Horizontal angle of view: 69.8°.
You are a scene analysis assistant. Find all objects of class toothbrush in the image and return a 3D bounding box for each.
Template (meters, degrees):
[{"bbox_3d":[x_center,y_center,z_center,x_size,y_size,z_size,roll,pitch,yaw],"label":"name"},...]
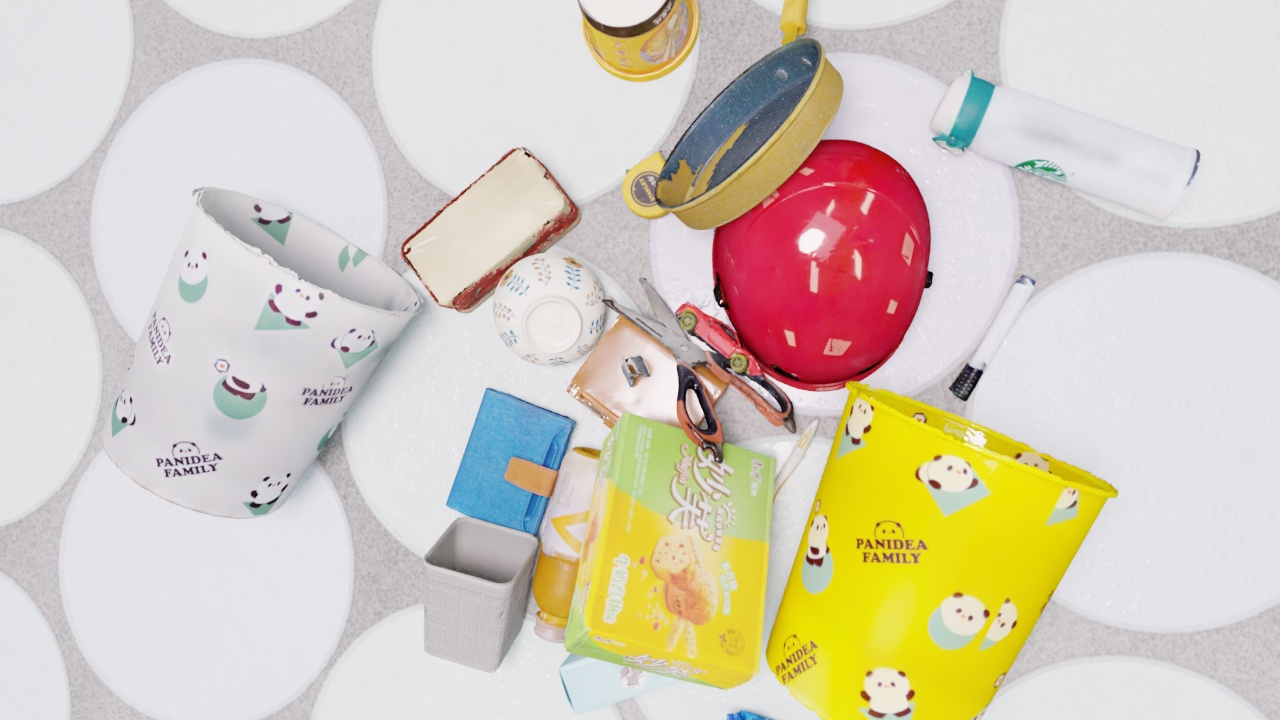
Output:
[{"bbox_3d":[0.129,0.141,0.902,0.018,0.016,0.191,29,94,-3],"label":"toothbrush"}]

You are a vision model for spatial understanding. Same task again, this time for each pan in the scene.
[{"bbox_3d":[0.122,-0.277,0.845,0.078,0.198,0.356,40,70,-24],"label":"pan"}]

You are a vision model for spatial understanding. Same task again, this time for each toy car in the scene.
[{"bbox_3d":[0.078,-0.016,0.864,0.106,0.049,0.031,42,94,12],"label":"toy car"}]

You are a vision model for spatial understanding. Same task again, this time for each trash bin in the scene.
[{"bbox_3d":[0.237,0.176,0.787,0.230,0.229,0.255,22,98,9],"label":"trash bin"},{"bbox_3d":[-0.374,-0.002,0.889,0.229,0.229,0.252,34,99,8],"label":"trash bin"}]

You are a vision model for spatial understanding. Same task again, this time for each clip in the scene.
[{"bbox_3d":[-0.007,0.006,0.875,0.045,0.058,0.027,-23,78,4],"label":"clip"}]

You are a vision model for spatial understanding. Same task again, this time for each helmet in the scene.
[{"bbox_3d":[0.167,-0.089,0.838,0.207,0.144,0.240,-3,90,7],"label":"helmet"}]

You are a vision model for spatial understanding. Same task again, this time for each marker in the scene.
[{"bbox_3d":[0.333,-0.022,0.870,0.022,0.018,0.131,30,94,18],"label":"marker"}]

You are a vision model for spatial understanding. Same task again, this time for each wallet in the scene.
[{"bbox_3d":[0.005,0.028,0.916,0.132,0.031,0.108,36,93,9],"label":"wallet"},{"bbox_3d":[-0.132,0.106,0.935,0.106,0.040,0.133,21,94,13],"label":"wallet"}]

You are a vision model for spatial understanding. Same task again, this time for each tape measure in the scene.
[{"bbox_3d":[0.011,-0.170,0.918,0.057,0.029,0.060,-30,85,7],"label":"tape measure"}]

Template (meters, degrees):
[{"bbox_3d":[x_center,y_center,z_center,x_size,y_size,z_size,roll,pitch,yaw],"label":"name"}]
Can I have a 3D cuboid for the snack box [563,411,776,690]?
[{"bbox_3d":[0.030,0.167,0.818,0.157,0.070,0.209,18,57,-11],"label":"snack box"}]

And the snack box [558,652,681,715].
[{"bbox_3d":[0.013,0.283,0.889,0.175,0.074,0.051,-22,86,8],"label":"snack box"}]

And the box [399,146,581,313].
[{"bbox_3d":[-0.150,-0.128,0.918,0.168,0.080,0.091,-39,83,7],"label":"box"}]

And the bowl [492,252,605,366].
[{"bbox_3d":[-0.088,-0.043,0.894,0.113,0.062,0.113,-2,112,-6],"label":"bowl"}]

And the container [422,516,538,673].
[{"bbox_3d":[-0.159,0.231,0.899,0.090,0.090,0.114,13,113,10],"label":"container"}]

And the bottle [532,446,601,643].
[{"bbox_3d":[-0.064,0.182,0.906,0.068,0.068,0.189,15,92,9],"label":"bottle"}]

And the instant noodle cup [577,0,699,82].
[{"bbox_3d":[-0.007,-0.344,0.881,0.118,0.114,0.118,0,88,10],"label":"instant noodle cup"}]

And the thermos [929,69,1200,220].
[{"bbox_3d":[0.380,-0.197,0.840,0.224,0.073,0.073,22,93,9],"label":"thermos"}]

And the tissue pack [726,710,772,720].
[{"bbox_3d":[0.147,0.401,0.877,0.157,0.052,0.095,17,94,9],"label":"tissue pack"}]

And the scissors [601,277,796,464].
[{"bbox_3d":[0.057,0.007,0.882,0.188,0.015,0.226,9,50,-22],"label":"scissors"}]
